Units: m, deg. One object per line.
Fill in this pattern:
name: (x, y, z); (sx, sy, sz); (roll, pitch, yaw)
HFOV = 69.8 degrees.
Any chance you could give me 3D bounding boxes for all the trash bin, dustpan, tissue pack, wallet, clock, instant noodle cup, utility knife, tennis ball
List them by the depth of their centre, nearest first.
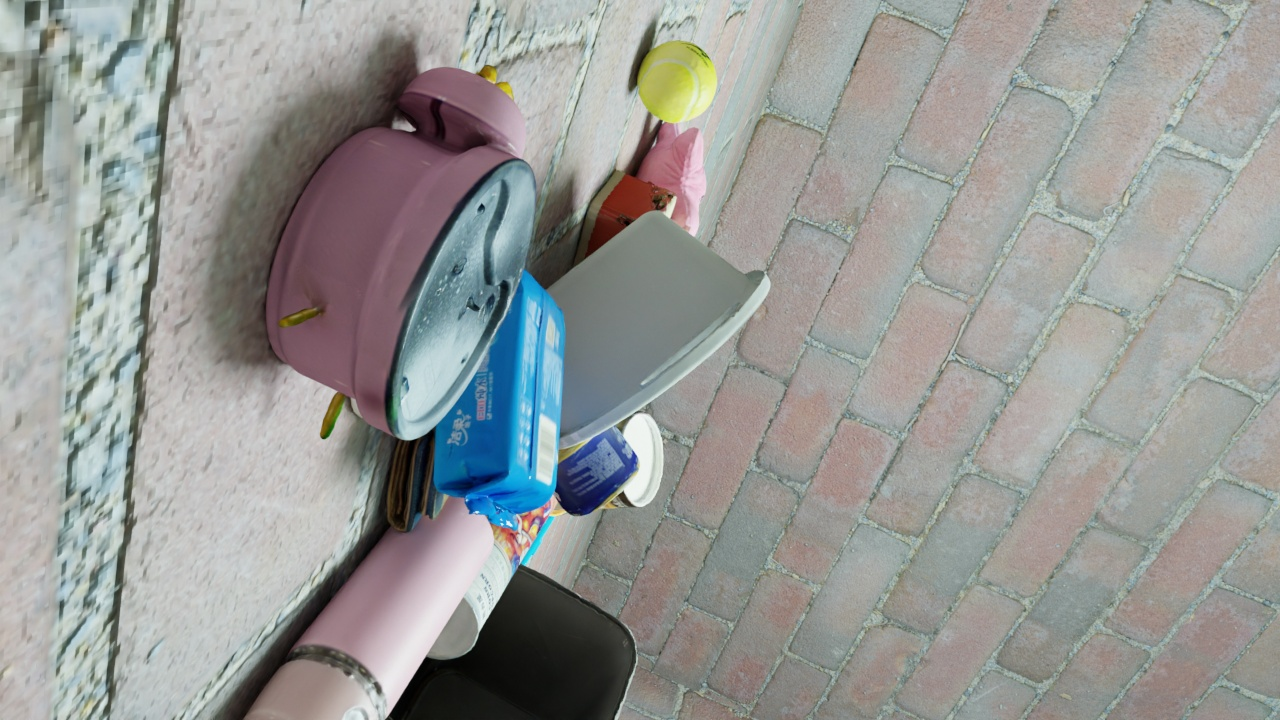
clock: (-0.084, -0.048, 0.368); (0.117, 0.060, 0.158); (104, 12, -59)
tissue pack: (-0.081, 0.017, 0.536); (0.095, 0.052, 0.157); (56, 34, -69)
wallet: (-0.122, 0.046, 0.590); (0.115, 0.033, 0.090); (-66, 176, -62)
dustpan: (-0.004, 0.004, 0.722); (0.222, 0.142, 0.258); (-40, 160, -19)
tennis ball: (0.030, -0.230, 0.758); (0.065, 0.065, 0.065); (26, 87, -86)
trash bin: (-0.145, 0.338, 0.868); (0.220, 0.199, 0.198); (-62, 179, 42)
instant noodle cup: (-0.048, 0.096, 0.908); (0.118, 0.115, 0.118); (9, 80, -62)
utility knife: (-0.142, 0.240, 1.091); (0.179, 0.018, 0.034); (-60, 177, 22)

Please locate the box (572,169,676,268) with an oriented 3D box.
box: (-0.018, -0.084, 0.869); (0.091, 0.077, 0.169); (-61, 173, -49)

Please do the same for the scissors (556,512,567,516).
scissors: (-0.136, 0.190, 0.964); (0.170, 0.019, 0.179); (-6, 130, -59)

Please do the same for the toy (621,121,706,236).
toy: (0.021, -0.147, 0.941); (0.178, 0.074, 0.195); (-115, -138, -65)

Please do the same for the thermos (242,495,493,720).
thermos: (-0.152, 0.167, 0.543); (0.198, 0.067, 0.087); (-63, 142, -58)

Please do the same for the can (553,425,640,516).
can: (-0.047, 0.075, 0.715); (0.074, 0.049, 0.148); (-38, -171, -9)

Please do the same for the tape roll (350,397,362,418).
tape roll: (-0.117, -0.009, 0.460); (0.086, 0.014, 0.086); (27, 87, -86)

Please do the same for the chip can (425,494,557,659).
chip can: (-0.132, 0.157, 0.777); (0.214, 0.071, 0.071); (-59, 171, -67)
